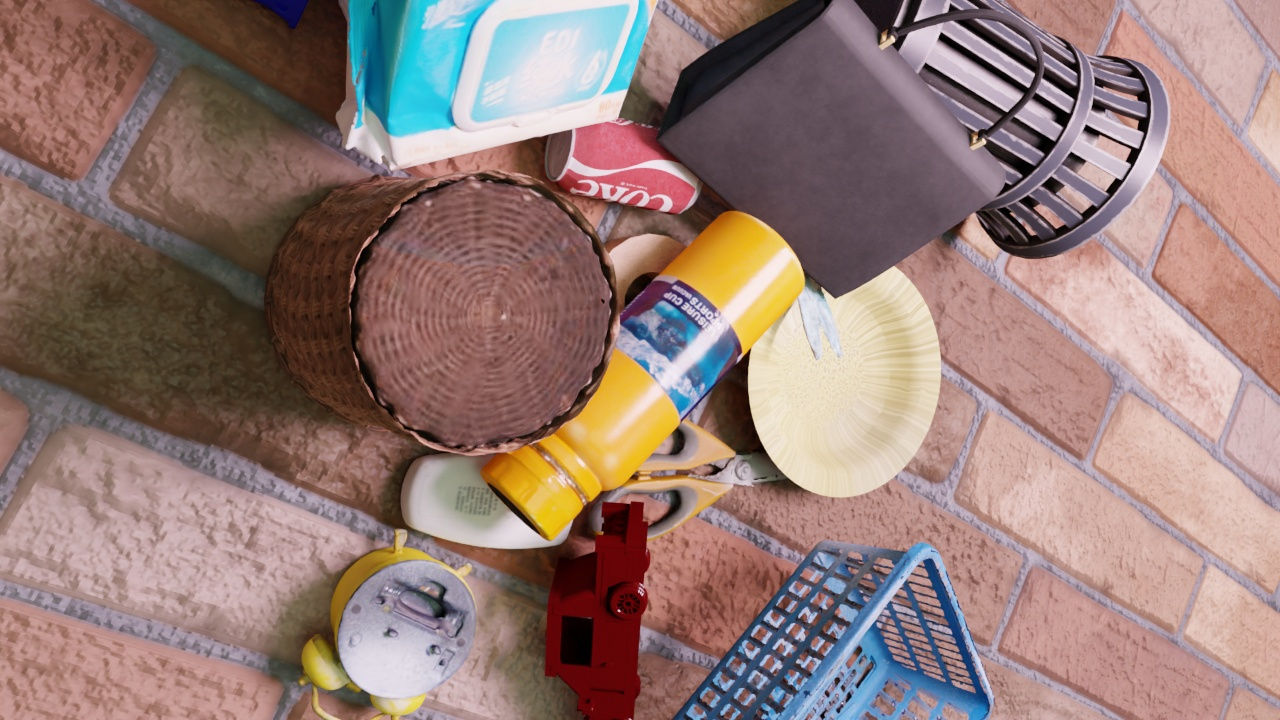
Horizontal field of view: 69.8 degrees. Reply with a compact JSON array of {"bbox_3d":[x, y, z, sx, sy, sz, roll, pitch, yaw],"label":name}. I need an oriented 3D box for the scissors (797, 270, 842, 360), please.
[{"bbox_3d":[0.100,-0.077,0.652,0.101,0.016,0.178,2,72,-26],"label":"scissors"}]

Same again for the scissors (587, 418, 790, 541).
[{"bbox_3d":[0.061,0.092,0.682,0.228,0.016,0.114,8,92,-30],"label":"scissors"}]

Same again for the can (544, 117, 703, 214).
[{"bbox_3d":[-0.010,-0.130,0.601,0.096,0.054,0.054,7,91,-28],"label":"can"}]

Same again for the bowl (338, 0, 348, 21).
[{"bbox_3d":[-0.117,-0.208,0.511,0.115,0.115,0.062,-37,68,-20],"label":"bowl"}]

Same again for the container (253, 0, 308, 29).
[{"bbox_3d":[-0.210,-0.244,0.467,0.113,0.085,0.084,26,82,-26],"label":"container"}]

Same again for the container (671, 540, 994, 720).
[{"bbox_3d":[0.095,0.309,0.649,0.361,0.089,0.257,-45,131,-17],"label":"container"}]

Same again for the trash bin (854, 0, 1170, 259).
[{"bbox_3d":[0.236,-0.192,0.669,0.227,0.164,0.164,20,85,-24],"label":"trash bin"}]

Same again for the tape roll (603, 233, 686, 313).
[{"bbox_3d":[0.002,-0.039,0.630,0.093,0.027,0.094,-3,96,-28],"label":"tape roll"}]

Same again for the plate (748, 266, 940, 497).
[{"bbox_3d":[0.150,0.011,0.708,0.184,0.036,0.184,-2,94,-27],"label":"plate"}]

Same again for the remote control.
[{"bbox_3d":[-0.096,0.090,0.590,0.114,0.028,0.060,9,91,-28],"label":"remote control"}]

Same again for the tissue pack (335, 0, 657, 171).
[{"bbox_3d":[-0.065,-0.176,0.490,0.066,0.117,0.208,44,45,19],"label":"tissue pack"}]

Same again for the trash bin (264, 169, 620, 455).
[{"bbox_3d":[-0.103,-0.027,0.473,0.151,0.210,0.151,-3,96,-28],"label":"trash bin"}]

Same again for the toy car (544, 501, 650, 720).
[{"bbox_3d":[-0.028,0.180,0.602,0.062,0.070,0.170,4,108,2],"label":"toy car"}]

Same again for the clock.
[{"bbox_3d":[-0.151,0.166,0.551,0.083,0.057,0.118,35,78,-27],"label":"clock"}]

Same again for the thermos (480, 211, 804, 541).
[{"bbox_3d":[-0.003,0.003,0.576,0.091,0.076,0.232,40,73,13],"label":"thermos"}]

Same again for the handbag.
[{"bbox_3d":[0.144,-0.146,0.558,0.175,0.196,0.072,36,52,-25],"label":"handbag"}]
